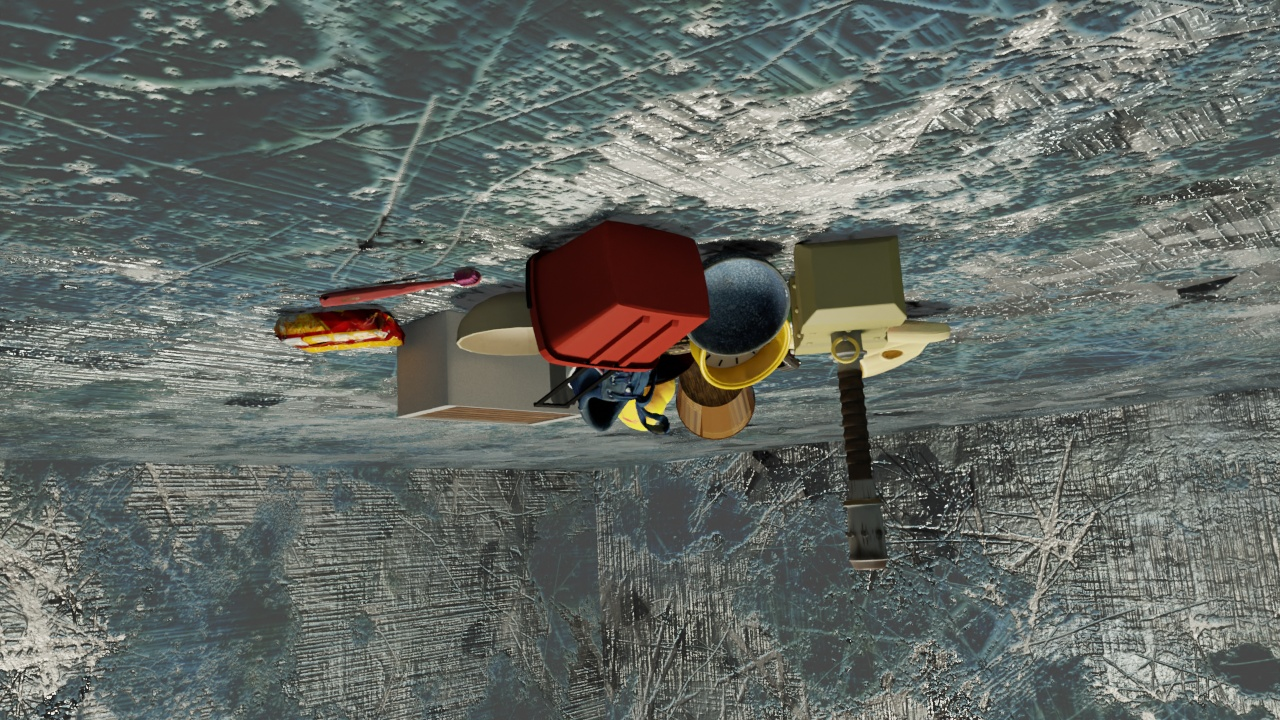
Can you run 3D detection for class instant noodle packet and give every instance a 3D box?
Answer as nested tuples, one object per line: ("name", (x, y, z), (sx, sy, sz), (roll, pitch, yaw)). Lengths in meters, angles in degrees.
("instant noodle packet", (-0.357, -0.034, 1.092), (0.135, 0.039, 0.098), (-5, 169, 1))

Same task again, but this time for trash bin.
("trash bin", (-0.192, 0.017, 1.207), (0.115, 0.114, 0.228), (-13, 166, 42))

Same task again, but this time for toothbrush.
("toothbrush", (-0.255, -0.076, 0.963), (0.190, 0.016, 0.016), (-7, 165, 17))

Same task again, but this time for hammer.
("hammer", (0.223, 0.053, 0.961), (0.101, 0.324, 0.190), (-5, 169, 6))

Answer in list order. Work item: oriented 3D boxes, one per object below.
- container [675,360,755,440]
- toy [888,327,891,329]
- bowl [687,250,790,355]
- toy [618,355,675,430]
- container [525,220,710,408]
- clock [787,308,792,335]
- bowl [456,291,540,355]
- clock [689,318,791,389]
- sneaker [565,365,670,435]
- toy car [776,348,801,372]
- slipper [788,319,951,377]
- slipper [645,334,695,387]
("container", (0.116, 0.045, 1.447), (0.132, 0.132, 0.167), (-4, 164, 5))
("toy", (0.268, -0.054, 1.140), (0.110, 0.051, 0.090), (-7, 176, -3))
("bowl", (0.093, -0.067, 0.951), (0.114, 0.114, 0.060), (-2, -148, -6))
("toy", (-0.010, 0.039, 1.468), (0.087, 0.134, 0.194), (-46, 176, -18))
("container", (-0.043, -0.044, 0.900), (0.147, 0.127, 0.201), (6, 156, -38))
("clock", (0.161, -0.051, 1.131), (0.119, 0.042, 0.095), (-6, 166, -19))
("bowl", (-0.137, -0.045, 1.067), (0.152, 0.050, 0.152), (-3, 169, -1))
("clock", (0.111, -0.034, 1.041), (0.113, 0.052, 0.152), (-19, 132, -10))
("sneaker", (-0.006, 0.006, 1.097), (0.120, 0.127, 0.295), (0, 151, -24))
("toy car", (0.185, -0.013, 1.306), (0.092, 0.037, 0.040), (36, 156, -17))
("slipper", (0.291, -0.016, 1.236), (0.261, 0.079, 0.111), (0, -176, -6))
("slipper", (-0.001, 0.002, 1.278), (0.268, 0.075, 0.112), (-8, 170, 36))
